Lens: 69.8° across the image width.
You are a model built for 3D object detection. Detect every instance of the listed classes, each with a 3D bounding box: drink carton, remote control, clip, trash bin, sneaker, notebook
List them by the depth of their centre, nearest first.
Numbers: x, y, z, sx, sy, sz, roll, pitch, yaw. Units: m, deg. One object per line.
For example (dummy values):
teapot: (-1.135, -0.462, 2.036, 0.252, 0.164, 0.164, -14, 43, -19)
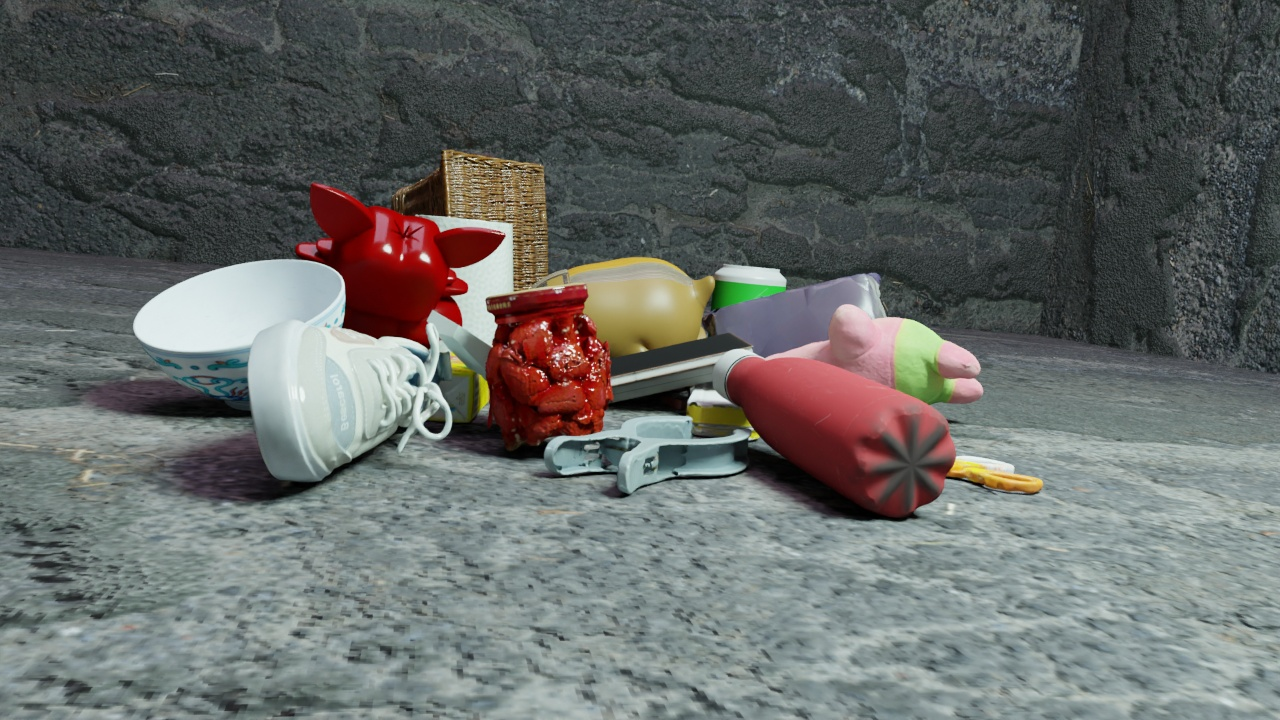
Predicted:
sneaker: (-0.165, 0.014, 0.563, 0.090, 0.089, 0.242, -10, 4, -4)
clip: (-0.007, 0.057, 0.625, 0.127, 0.028, 0.166, 8, 6, 37)
remote control: (-0.101, 0.013, 0.701, 0.143, 0.024, 0.049, 37, -7, -37)
drink carton: (-0.157, 0.018, 0.763, 0.058, 0.043, 0.134, 4, 6, -1)
notebook: (-0.005, 0.005, 0.877, 0.209, 0.008, 0.141, -12, 7, -1)
remote control: (0.027, 0.013, 0.881, 0.151, 0.019, 0.074, -12, 8, -6)
trash bin: (-0.199, -0.074, 1.006, 0.133, 0.161, 0.133, 5, 7, -1)

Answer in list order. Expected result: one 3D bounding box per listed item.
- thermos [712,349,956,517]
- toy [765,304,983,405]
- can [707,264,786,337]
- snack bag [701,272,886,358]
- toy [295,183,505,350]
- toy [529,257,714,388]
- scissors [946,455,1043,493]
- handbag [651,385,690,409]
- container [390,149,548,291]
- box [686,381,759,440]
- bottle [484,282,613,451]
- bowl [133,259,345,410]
thermos: (0.116, 0.035, 0.641, 0.073, 0.073, 0.240, 3, 11, -21)
toy: (0.225, 0.011, 0.943, 0.237, 0.096, 0.192, -3, -28, 20)
can: (0.128, -0.045, 1.123, 0.088, 0.140, 0.087, 5, 7, -1)
snack bag: (0.172, -0.034, 1.021, 0.206, 0.096, 0.058, -13, -28, 12)
toy: (-0.222, -0.068, 0.783, 0.158, 0.120, 0.198, 14, -41, -23)
toy: (-0.032, -0.042, 1.048, 0.203, 0.163, 0.198, 1, 47, -15)
scissors: (0.229, 0.079, 0.691, 0.133, 0.012, 0.096, 8, 6, 13)
handbag: (0.029, 0.029, 0.923, 0.055, 0.029, 0.119, 0, 12, -8)
container: (-0.241, -0.135, 1.241, 0.162, 0.250, 0.184, -1, 0, -44)
box: (0.078, 0.038, 0.840, 0.064, 0.033, 0.209, 4, 5, 6)
bottle: (-0.067, 0.006, 0.636, 0.099, 0.111, 0.099, -9, 4, 0)
bowl: (-0.285, -0.011, 0.679, 0.144, 0.074, 0.143, -3, 31, 2)
